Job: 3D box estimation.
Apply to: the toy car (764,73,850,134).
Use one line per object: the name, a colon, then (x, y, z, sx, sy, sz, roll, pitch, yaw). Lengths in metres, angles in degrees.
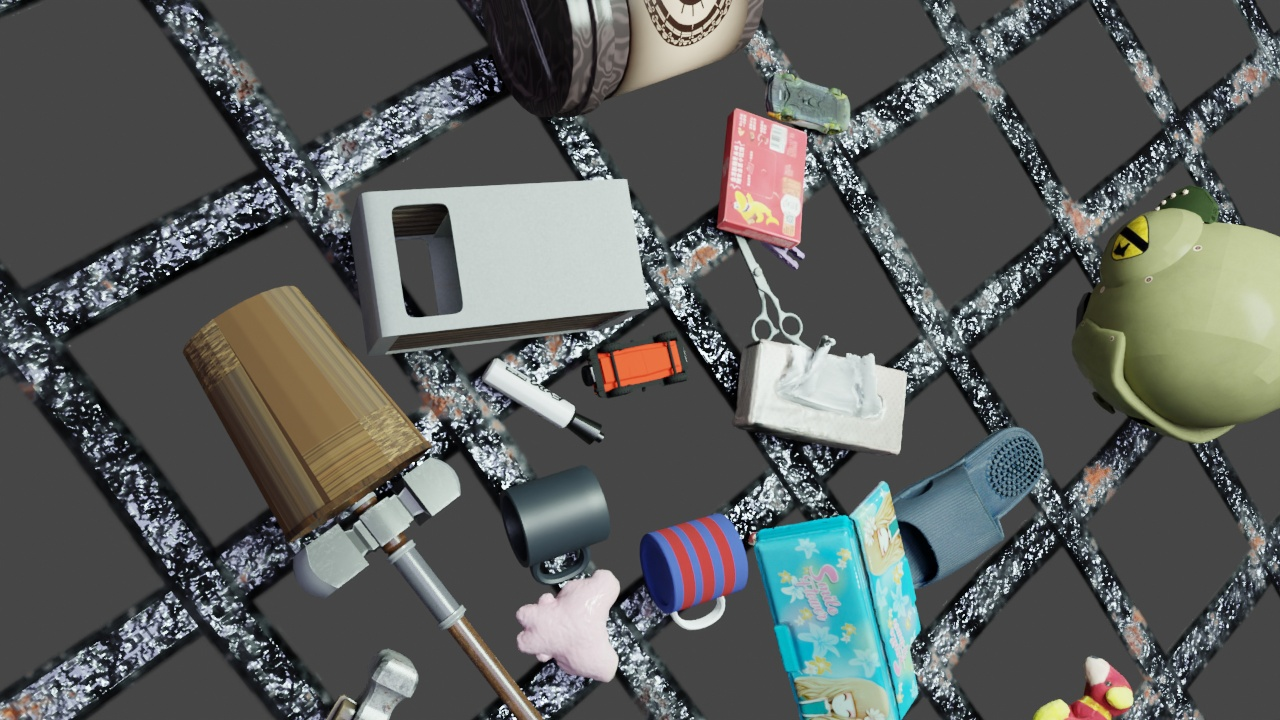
toy car: (0.179, -0.274, 0.993, 0.105, 0.033, 0.048, 8, 78, -24)

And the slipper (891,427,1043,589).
slipper: (0.357, 0.158, 0.978, 0.263, 0.083, 0.101, -31, 96, -22)

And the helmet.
helmet: (0.586, -0.034, 0.987, 0.250, 0.256, 0.232, 31, 70, -13)

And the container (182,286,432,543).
container: (-0.269, 0.037, 0.731, 0.132, 0.132, 0.167, -35, 90, -22)

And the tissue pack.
tissue pack: (0.191, 0.034, 0.941, 0.181, 0.071, 0.103, 13, 79, -16)

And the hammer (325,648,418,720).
hammer: (-0.123, 0.368, 0.786, 0.318, 0.049, 0.121, 34, 75, -16)

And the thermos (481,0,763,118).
thermos: (-0.011, -0.333, 0.861, 0.225, 0.173, 0.172, -23, 91, -29)

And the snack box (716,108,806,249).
snack box: (0.128, -0.190, 0.959, 0.089, 0.021, 0.132, 13, 71, -19)

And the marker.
marker: (-0.088, 0.041, 0.851, 0.126, 0.025, 0.025, 33, 72, -14)

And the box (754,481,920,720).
box: (0.212, 0.251, 0.886, 0.172, 0.083, 0.227, -19, 101, -16)

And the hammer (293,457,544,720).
hammer: (-0.133, 0.243, 0.760, 0.155, 0.043, 0.322, -38, 90, -35)

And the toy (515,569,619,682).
toy: (-0.065, 0.238, 0.818, 0.095, 0.053, 0.099, 3, 83, -19)

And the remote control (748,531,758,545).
remote control: (0.169, 0.179, 0.925, 0.125, 0.038, 0.018, 3, 81, -21)

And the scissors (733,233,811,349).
scissors: (0.134, -0.082, 0.960, 0.090, 0.014, 0.171, -5, 88, -20)

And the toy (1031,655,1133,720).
toy: (0.490, 0.401, 1.010, 0.137, 0.067, 0.105, -42, 102, -13)

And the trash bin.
trash bin: (-0.126, -0.081, 0.804, 0.228, 0.115, 0.114, -8, 86, -22)

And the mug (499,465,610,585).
mug: (-0.076, 0.153, 0.823, 0.077, 0.071, 0.105, -15, 115, -23)

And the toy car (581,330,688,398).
toy car: (-0.005, 0.005, 0.875, 0.100, 0.049, 0.051, -12, 87, -22)

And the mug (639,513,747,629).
mug: (0.049, 0.206, 0.864, 0.076, 0.075, 0.112, -12, 114, -22)

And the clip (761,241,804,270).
clip: (0.153, -0.120, 0.974, 0.037, 0.013, 0.053, -42, 101, -20)
